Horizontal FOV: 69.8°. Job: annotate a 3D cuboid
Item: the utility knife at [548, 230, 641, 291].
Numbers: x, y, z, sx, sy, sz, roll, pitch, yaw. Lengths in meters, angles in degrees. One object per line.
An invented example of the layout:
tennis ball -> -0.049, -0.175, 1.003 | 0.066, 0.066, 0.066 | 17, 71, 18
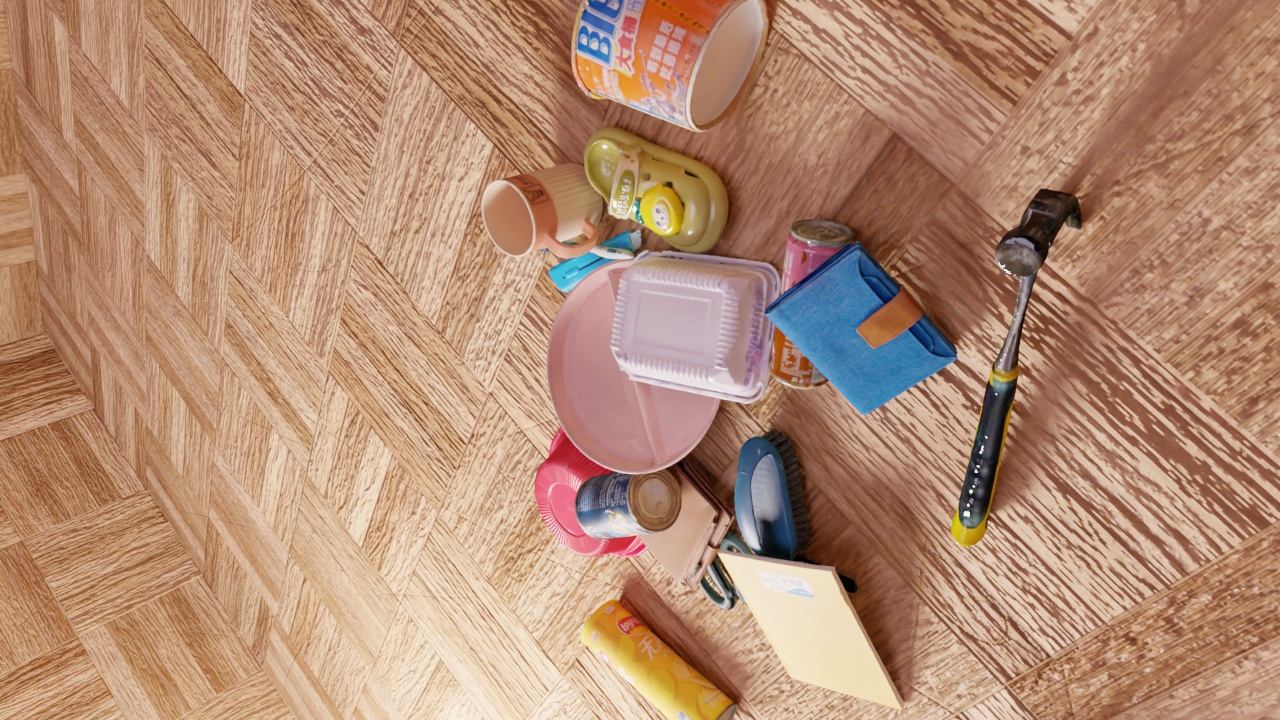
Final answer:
utility knife -> -0.048, -0.113, 1.027 | 0.160, 0.018, 0.034 | -21, 94, 47

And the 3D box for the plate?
plate -> -0.006, 0.006, 0.983 | 0.230, 0.028, 0.229 | 0, 91, 34

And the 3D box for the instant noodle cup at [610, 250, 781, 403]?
instant noodle cup -> 0.044, -0.037, 0.898 | 0.174, 0.060, 0.138 | 11, 96, 32

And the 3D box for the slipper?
slipper -> -0.001, -0.166, 0.908 | 0.190, 0.081, 0.092 | 37, 135, 30

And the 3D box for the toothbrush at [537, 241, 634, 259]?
toothbrush -> -0.067, -0.123, 1.022 | 0.192, 0.016, 0.018 | 17, 104, 50

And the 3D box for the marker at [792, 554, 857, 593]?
marker -> 0.173, 0.219, 0.973 | 0.124, 0.015, 0.018 | 18, 125, 37

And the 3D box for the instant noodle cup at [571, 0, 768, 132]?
instant noodle cup -> 0.031, -0.272, 0.778 | 0.111, 0.151, 0.152 | 33, 131, 19

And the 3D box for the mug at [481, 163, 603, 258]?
mug -> -0.094, -0.155, 0.985 | 0.114, 0.105, 0.082 | 43, 135, 22

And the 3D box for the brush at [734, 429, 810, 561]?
brush -> 0.129, 0.146, 0.937 | 0.055, 0.073, 0.144 | 9, 117, 49

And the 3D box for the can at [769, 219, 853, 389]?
can -> 0.153, -0.049, 0.825 | 0.058, 0.057, 0.147 | 26, 126, 35

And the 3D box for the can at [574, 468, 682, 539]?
can -> -0.014, 0.160, 1.030 | 0.111, 0.075, 0.075 | -21, 94, 52

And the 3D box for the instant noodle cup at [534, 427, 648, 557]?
instant noodle cup -> -0.069, 0.175, 1.160 | 0.194, 0.065, 0.194 | 21, 123, 37

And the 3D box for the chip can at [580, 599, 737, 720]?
chip can -> 0.021, 0.399, 1.178 | 0.213, 0.071, 0.072 | 34, 131, 28

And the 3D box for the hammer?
hammer -> 0.282, 0.018, 0.708 | 0.032, 0.125, 0.324 | 21, 134, 29

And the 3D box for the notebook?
notebook -> 0.177, 0.279, 0.956 | 0.146, 0.010, 0.206 | -2, 127, 46

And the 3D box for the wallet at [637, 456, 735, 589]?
wallet -> 0.048, 0.185, 1.046 | 0.108, 0.031, 0.132 | 46, 134, 31

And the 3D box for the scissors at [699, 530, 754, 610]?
scissors -> 0.095, 0.206, 1.042 | 0.130, 0.019, 0.185 | 2, 112, 46

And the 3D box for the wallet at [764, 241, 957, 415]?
wallet -> 0.187, -0.024, 0.776 | 0.133, 0.040, 0.107 | 44, 122, -13
